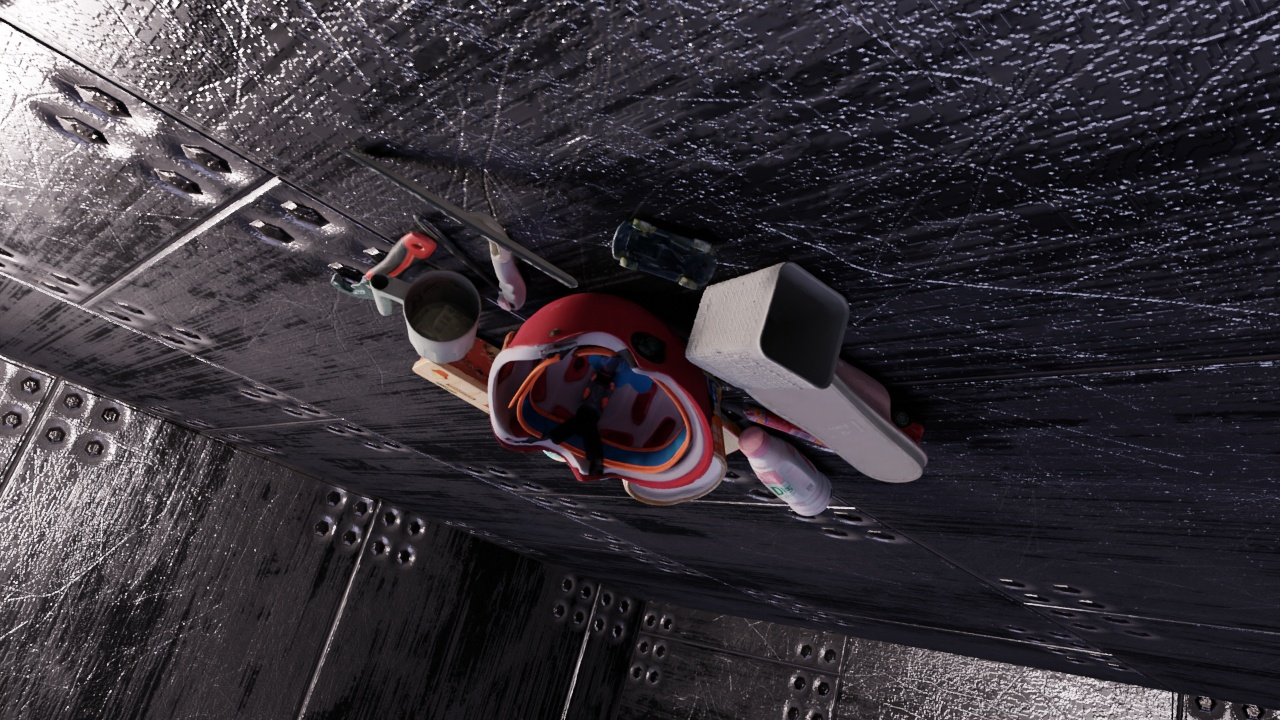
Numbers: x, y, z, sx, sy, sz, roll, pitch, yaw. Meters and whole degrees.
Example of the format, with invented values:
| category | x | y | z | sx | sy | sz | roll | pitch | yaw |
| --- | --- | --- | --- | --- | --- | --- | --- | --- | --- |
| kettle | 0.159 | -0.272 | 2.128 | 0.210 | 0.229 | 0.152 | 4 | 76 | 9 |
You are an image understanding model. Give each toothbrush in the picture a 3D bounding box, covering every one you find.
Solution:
| category | x | y | z | sx | sy | sz | roll | pitch | yaw |
| --- | --- | --- | --- | --- | --- | --- | --- | --- | --- |
| toothbrush | -0.182 | -0.101 | 0.961 | 0.016 | 0.018 | 0.181 | 8 | 158 | 30 |

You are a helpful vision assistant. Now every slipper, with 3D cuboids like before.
| category | x | y | z | sx | sy | sz | roll | pitch | yaw |
| --- | --- | --- | --- | --- | --- | --- | --- | --- | --- |
| slipper | 0.201 | 0.042 | 0.970 | 0.274 | 0.054 | 0.114 | 36 | 147 | -19 |

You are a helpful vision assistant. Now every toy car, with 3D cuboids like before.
| category | x | y | z | sx | sy | sz | roll | pitch | yaw |
| --- | --- | --- | --- | --- | --- | --- | --- | --- | --- |
| toy car | 0.260 | 0.078 | 1.048 | 0.120 | 0.045 | 0.053 | 14 | 159 | 14 |
| toy car | 0.021 | -0.092 | 0.786 | 0.090 | 0.043 | 0.034 | 18 | -172 | 4 |

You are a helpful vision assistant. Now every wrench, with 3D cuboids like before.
| category | x | y | z | sx | sy | sz | roll | pitch | yaw |
| --- | --- | --- | --- | --- | --- | --- | --- | --- | --- |
| wrench | -0.289 | -0.104 | 1.039 | 0.056 | 0.016 | 0.274 | 27 | 159 | -29 |

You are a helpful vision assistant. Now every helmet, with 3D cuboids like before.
| category | x | y | z | sx | sy | sz | roll | pitch | yaw |
| --- | --- | --- | --- | --- | --- | --- | --- | --- | --- |
| helmet | -0.028 | 0.021 | 0.958 | 0.240 | 0.143 | 0.207 | 22 | 136 | -1 |

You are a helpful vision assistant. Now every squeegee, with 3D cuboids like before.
| category | x | y | z | sx | sy | sz | roll | pitch | yaw |
| --- | --- | --- | --- | --- | --- | --- | --- | --- | --- |
| squeegee | -0.139 | -0.103 | 0.889 | 0.246 | 0.039 | 0.247 | 31 | 169 | 13 |

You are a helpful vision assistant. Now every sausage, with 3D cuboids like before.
| category | x | y | z | sx | sy | sz | roll | pitch | yaw |
| --- | --- | --- | --- | --- | --- | --- | --- | --- | --- |
| sausage | 0.198 | 0.087 | 1.157 | 0.156 | 0.020 | 0.020 | 20 | 160 | -9 |

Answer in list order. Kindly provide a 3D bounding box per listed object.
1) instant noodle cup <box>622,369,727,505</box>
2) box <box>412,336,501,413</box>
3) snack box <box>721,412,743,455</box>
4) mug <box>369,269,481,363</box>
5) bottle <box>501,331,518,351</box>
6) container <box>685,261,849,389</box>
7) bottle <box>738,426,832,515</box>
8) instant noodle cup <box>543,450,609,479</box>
| category | x | y | z | sx | sy | sz | roll | pitch | yaw |
| --- | --- | --- | --- | --- | --- | --- | --- | --- | --- |
| instant noodle cup | 0.033 | 0.093 | 1.083 | 0.151 | 0.111 | 0.152 | -6 | 141 | -5 |
| box | -0.203 | 0.015 | 1.219 | 0.168 | 0.079 | 0.091 | 32 | 157 | -22 |
| snack box | 0.071 | 0.090 | 1.205 | 0.077 | 0.027 | 0.155 | -28 | 141 | 20 |
| mug | -0.243 | -0.054 | 1.042 | 0.124 | 0.083 | 0.103 | 22 | 162 | -5 |
| bottle | -0.071 | 0.017 | 1.129 | 0.206 | 0.059 | 0.060 | 16 | 161 | -5 |
| container | 0.110 | -0.025 | 0.827 | 0.090 | 0.090 | 0.114 | 29 | 161 | -29 |
| bottle | 0.198 | 0.150 | 1.265 | 0.068 | 0.068 | 0.197 | 1 | 151 | 38 |
| instant noodle cup | -0.073 | 0.116 | 1.315 | 0.111 | 0.111 | 0.120 | 7 | 155 | 25 |
